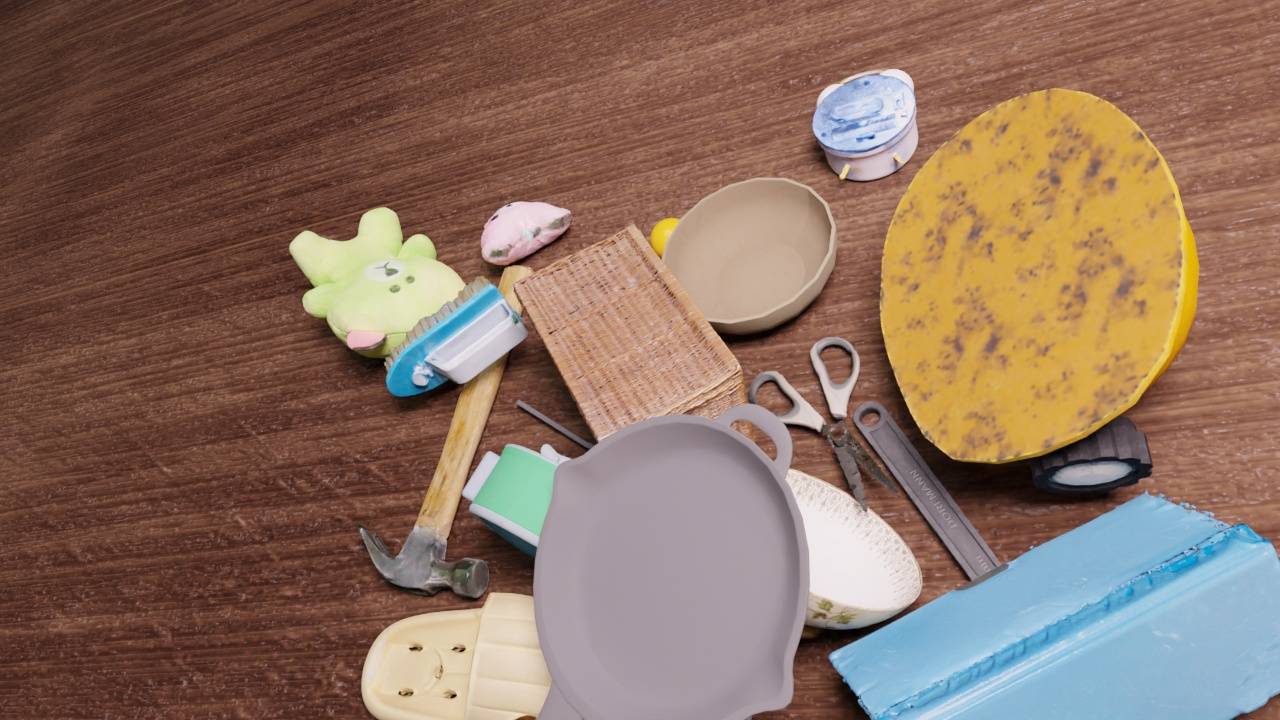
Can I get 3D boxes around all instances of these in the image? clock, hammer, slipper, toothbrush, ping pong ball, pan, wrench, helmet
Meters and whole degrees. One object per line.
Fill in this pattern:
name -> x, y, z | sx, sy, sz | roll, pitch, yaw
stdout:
clock -> 0.203, -0.218, 0.823 | 0.089, 0.052, 0.125 | -9, 55, 22
hammer -> -0.158, 0.051, 0.842 | 0.132, 0.033, 0.329 | -2, 58, 27
clock -> -0.045, 0.121, 0.679 | 0.162, 0.122, 0.075 | 21, 71, 29
slipper -> -0.108, 0.225, 0.671 | 0.262, 0.079, 0.111 | -8, 59, 23
toothbrush -> -0.052, 0.068, 0.787 | 0.167, 0.013, 0.013 | 27, 82, 37
ping pong ball -> 0.029, -0.111, 0.847 | 0.040, 0.040, 0.040 | -13, 54, 19
pan -> -0.019, 0.180, 0.562 | 0.216, 0.024, 0.355 | 39, 97, 38
wrench -> 0.218, 0.126, 0.609 | 0.073, 0.018, 0.273 | -33, 49, 5
helmet -> 0.281, -0.041, 0.611 | 0.206, 0.131, 0.254 | -31, 49, 47

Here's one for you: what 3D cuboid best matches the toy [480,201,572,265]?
toy -> -0.128, -0.134, 0.936 | 0.099, 0.053, 0.096 | -30, 32, -17

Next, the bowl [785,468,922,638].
bowl -> 0.106, 0.136, 0.608 | 0.145, 0.145, 0.063 | 43, 121, 40

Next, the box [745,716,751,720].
box -> 0.045, 0.209, 0.610 | 0.084, 0.136, 0.147 | 10, 88, 26

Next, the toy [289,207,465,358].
toy -> -0.262, -0.068, 0.935 | 0.150, 0.107, 0.197 | -25, 56, -20

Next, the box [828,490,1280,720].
box -> 0.238, 0.172, 0.527 | 0.231, 0.094, 0.112 | -27, 10, -2

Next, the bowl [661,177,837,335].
bowl -> 0.097, -0.082, 0.787 | 0.152, 0.050, 0.152 | -13, 54, 19

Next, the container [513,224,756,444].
container -> -0.004, 0.004, 0.730 | 0.113, 0.113, 0.198 | -28, 49, -6

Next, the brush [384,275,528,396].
brush -> -0.172, -0.010, 0.835 | 0.136, 0.055, 0.075 | -37, 44, 0

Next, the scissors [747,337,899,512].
scissors -> 0.136, 0.048, 0.696 | 0.150, 0.012, 0.164 | -3, 53, 31
